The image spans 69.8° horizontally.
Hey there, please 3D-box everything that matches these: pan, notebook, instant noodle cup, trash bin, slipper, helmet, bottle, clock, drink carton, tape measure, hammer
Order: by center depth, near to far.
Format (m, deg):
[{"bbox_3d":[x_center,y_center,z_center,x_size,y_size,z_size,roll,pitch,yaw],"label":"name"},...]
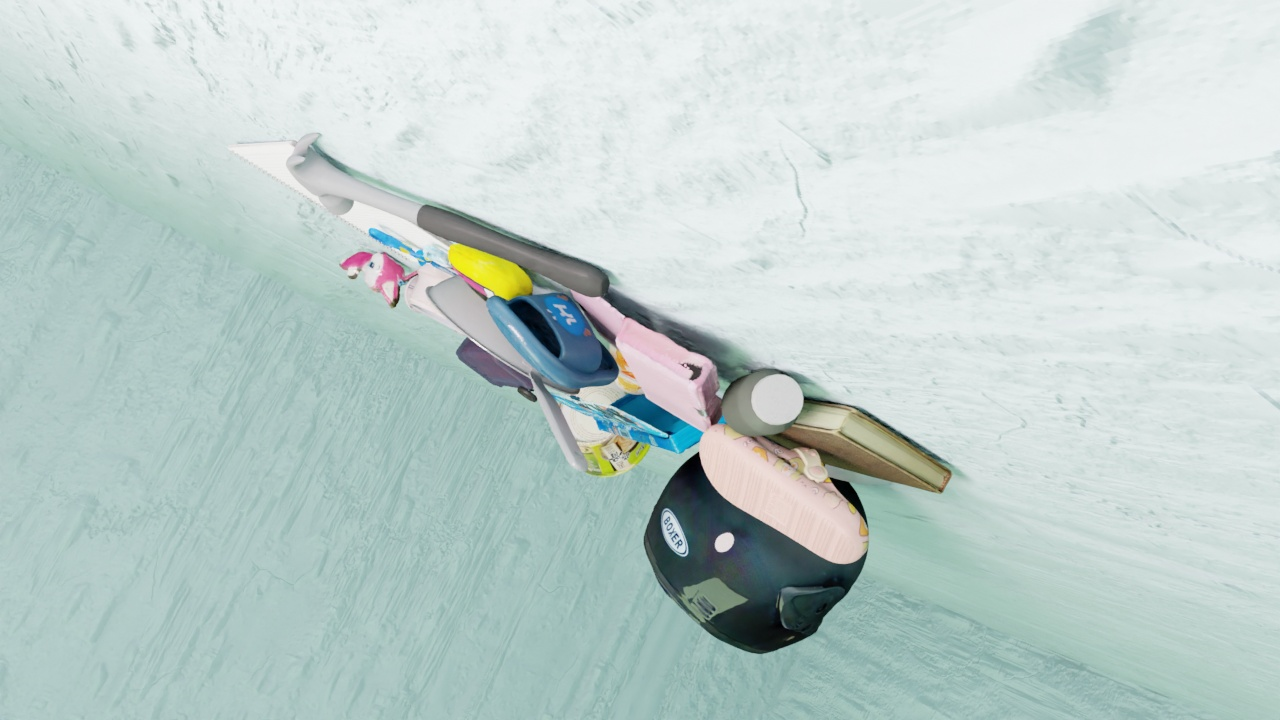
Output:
[{"bbox_3d":[-0.170,-0.120,0.796,0.311,0.029,0.125,22,167,13],"label":"hammer"},{"bbox_3d":[0.112,0.039,0.840,0.060,0.060,0.108,26,171,-4],"label":"bottle"},{"bbox_3d":[-0.071,-0.019,0.893,0.104,0.059,0.213,52,-168,21],"label":"slipper"},{"bbox_3d":[0.149,0.117,0.906,0.197,0.081,0.093,33,144,29],"label":"slipper"},{"bbox_3d":[0.205,0.087,0.943,0.190,0.034,0.216,29,171,-26],"label":"notebook"},{"bbox_3d":[-0.112,0.003,0.944,0.200,0.051,0.356,31,-171,-35],"label":"pan"},{"bbox_3d":[-0.297,-0.161,0.975,0.178,0.013,0.245,13,165,47],"label":"notebook"},{"bbox_3d":[0.251,0.130,1.056,0.064,0.017,0.065,7,-179,-38],"label":"tape measure"},{"bbox_3d":[-0.006,0.006,1.083,0.069,0.038,0.122,25,165,5],"label":"drink carton"},{"bbox_3d":[0.169,0.222,1.155,0.316,0.236,0.249,35,-162,-44],"label":"helmet"},{"bbox_3d":[-0.238,-0.074,1.157,0.116,0.058,0.158,30,171,-23],"label":"clock"},{"bbox_3d":[-0.173,-0.012,1.230,0.092,0.093,0.161,39,165,-22],"label":"trash bin"},{"bbox_3d":[-0.059,0.097,1.405,0.146,0.146,0.098,21,160,27],"label":"instant noodle cup"}]

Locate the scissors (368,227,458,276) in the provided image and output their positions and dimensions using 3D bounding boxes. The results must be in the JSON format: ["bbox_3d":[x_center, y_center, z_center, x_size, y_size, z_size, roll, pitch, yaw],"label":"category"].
[{"bbox_3d":[-0.236,-0.115,1.004,0.127,0.015,0.125,16,171,46],"label":"scissors"}]

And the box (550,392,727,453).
[{"bbox_3d":[-0.011,0.075,1.179,0.170,0.071,0.244,0,-177,-25],"label":"box"}]

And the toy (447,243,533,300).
[{"bbox_3d":[-0.147,-0.085,0.902,0.094,0.041,0.095,30,173,-8],"label":"toy"}]

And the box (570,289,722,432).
[{"bbox_3d":[0.000,-0.002,0.897,0.179,0.039,0.233,35,173,15],"label":"box"}]

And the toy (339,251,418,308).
[{"bbox_3d":[-0.352,-0.122,1.228,0.102,0.065,0.050,28,139,5],"label":"toy"}]
